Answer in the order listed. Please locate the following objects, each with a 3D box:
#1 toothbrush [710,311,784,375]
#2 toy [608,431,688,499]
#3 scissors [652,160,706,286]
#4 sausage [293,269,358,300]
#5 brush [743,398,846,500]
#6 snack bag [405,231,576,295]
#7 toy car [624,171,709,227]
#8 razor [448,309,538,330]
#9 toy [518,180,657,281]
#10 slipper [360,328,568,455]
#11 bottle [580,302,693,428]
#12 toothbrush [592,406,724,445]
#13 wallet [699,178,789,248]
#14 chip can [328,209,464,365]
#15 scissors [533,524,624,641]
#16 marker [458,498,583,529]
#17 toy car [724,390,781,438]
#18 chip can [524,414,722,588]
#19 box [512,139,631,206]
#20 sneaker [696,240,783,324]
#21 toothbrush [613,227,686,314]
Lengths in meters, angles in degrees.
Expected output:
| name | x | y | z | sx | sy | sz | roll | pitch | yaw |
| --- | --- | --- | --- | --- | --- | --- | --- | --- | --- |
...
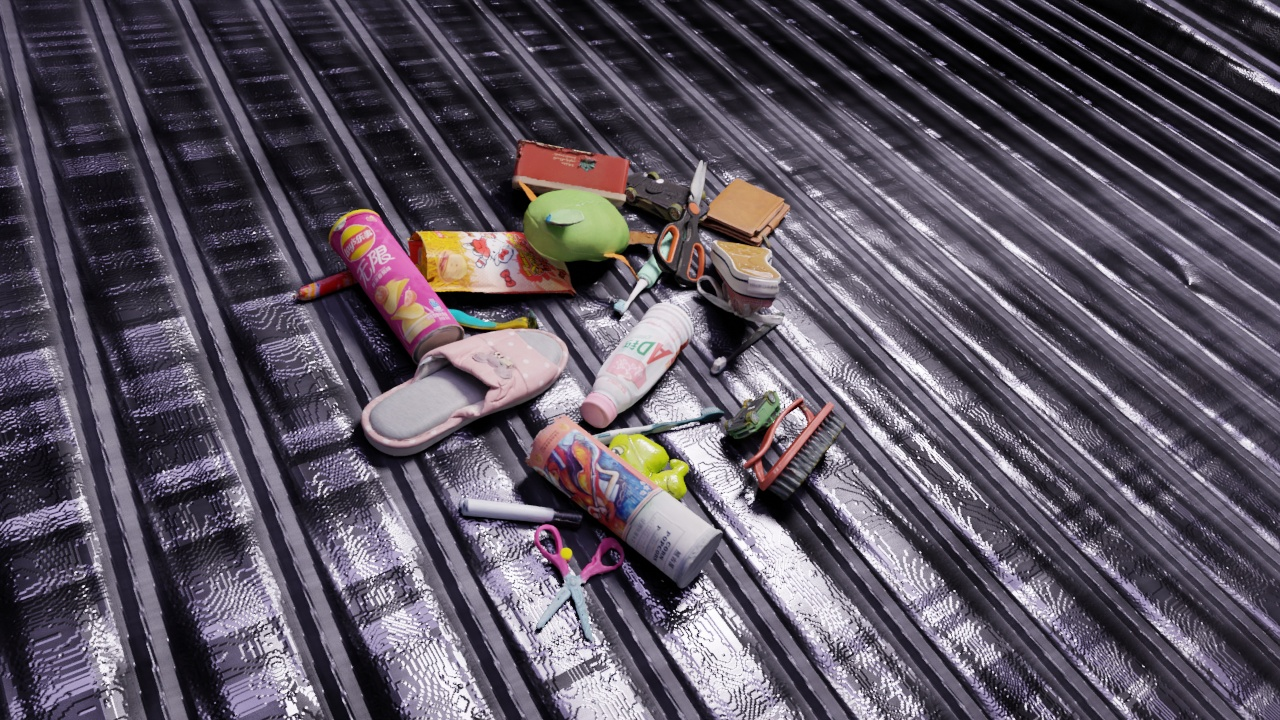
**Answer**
| name | x | y | z | sx | sy | sz | roll | pitch | yaw |
| --- | --- | --- | --- | --- | --- | --- | --- | --- | --- |
| toothbrush | 0.148 | -0.028 | 1.235 | 0.016 | 0.018 | 0.180 | 29 | 42 | 25 |
| toy | 0.003 | 0.121 | 1.024 | 0.096 | 0.031 | 0.100 | -17 | 58 | -14 |
| scissors | 0.081 | -0.201 | 1.347 | 0.136 | 0.022 | 0.234 | 49 | 49 | -12 |
| sausage | -0.369 | -0.106 | 1.166 | 0.155 | 0.020 | 0.020 | -30 | 59 | -37 |
| brush | 0.175 | 0.102 | 1.072 | 0.069 | 0.063 | 0.145 | 40 | 49 | 9 |
| snack bag | -0.196 | -0.129 | 1.217 | 0.207 | 0.073 | 0.128 | -5 | 45 | -30 |
| toy car | 0.034 | -0.249 | 1.409 | 0.158 | 0.042 | 0.070 | 29 | 50 | 28 |
| razor | -0.195 | -0.053 | 1.152 | 0.132 | 0.028 | 0.043 | 5 | 20 | -16 |
| toy | -0.081 | -0.182 | 1.255 | 0.227 | 0.090 | 0.246 | 36 | 21 | 15 |
| slipper | -0.195 | 0.022 | 1.056 | 0.273 | 0.055 | 0.114 | -29 | 58 | -36 |
| bottle | -0.007 | 0.007 | 1.120 | 0.068 | 0.068 | 0.196 | 29 | 48 | 14 |
| toothbrush | 0.016 | 0.078 | 1.087 | 0.191 | 0.016 | 0.018 | -10 | 38 | -25 |
| wallet | 0.171 | -0.232 | 1.438 | 0.119 | 0.035 | 0.130 | 29 | 46 | 14 |
| chip can | -0.297 | -0.090 | 1.114 | 0.071 | 0.072 | 0.210 | -24 | 62 | -34 |
| scissors | -0.060 | 0.219 | 0.920 | 0.125 | 0.017 | 0.133 | -5 | 51 | -25 |
| marker | -0.125 | 0.160 | 0.958 | 0.130 | 0.018 | 0.022 | 7 | 25 | -10 |
| toy car | 0.138 | 0.067 | 1.109 | 0.091 | 0.043 | 0.036 | -36 | 99 | -47 |
| chip can | -0.020 | 0.144 | 0.965 | 0.215 | 0.071 | 0.071 | 35 | 46 | 20 |
| box | -0.102 | -0.283 | 1.358 | 0.168 | 0.079 | 0.091 | 9 | 2 | -7 |
| sneaker | 0.140 | -0.105 | 1.261 | 0.118 | 0.088 | 0.240 | 9 | 20 | -6 |
| toothbrush | 0.016 | -0.128 | 1.294 | 0.027 | 0.027 | 0.223 | 30 | 45 | 3 |
